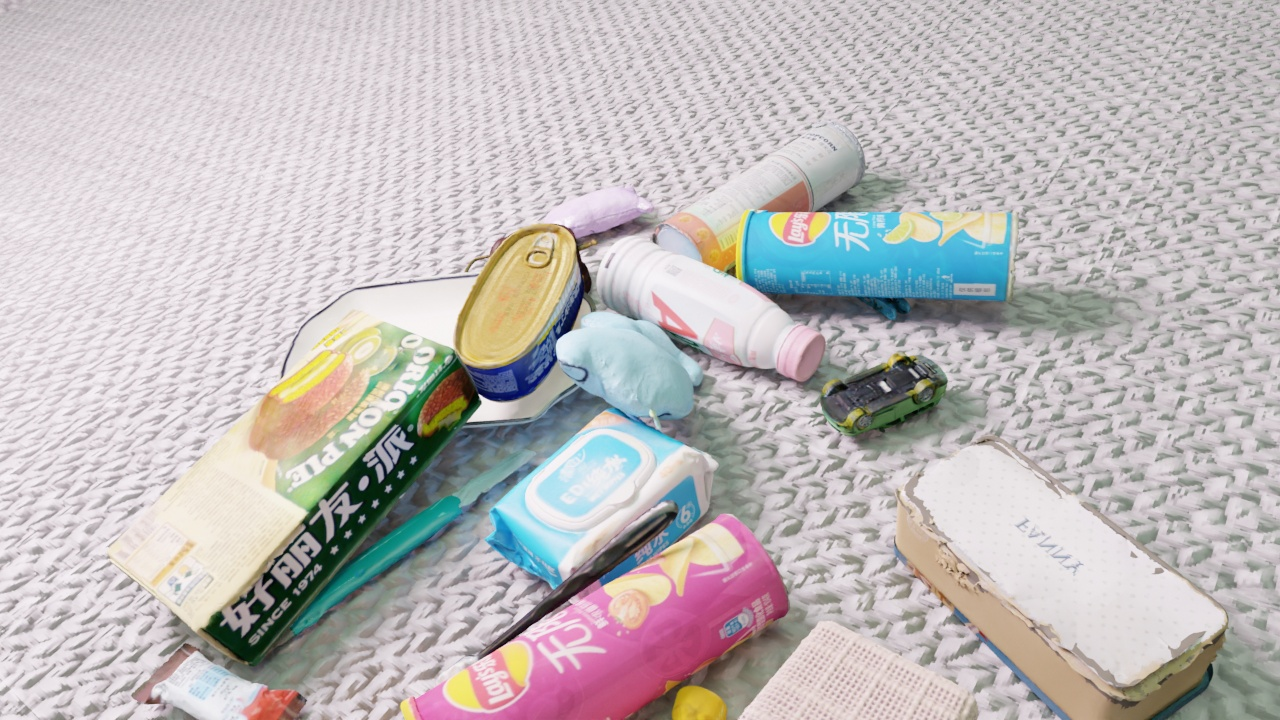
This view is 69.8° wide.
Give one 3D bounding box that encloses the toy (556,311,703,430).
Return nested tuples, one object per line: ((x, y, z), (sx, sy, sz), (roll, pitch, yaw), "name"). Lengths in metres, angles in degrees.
((-0.004, 0.004, 0.661), (0.161, 0.050, 0.156), (17, 19, -38), "toy")

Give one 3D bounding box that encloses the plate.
((-0.162, -0.002, 0.753), (0.266, 0.034, 0.161), (-5, 51, 8), "plate")

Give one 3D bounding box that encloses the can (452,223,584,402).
((-0.091, -0.039, 0.712), (0.075, 0.049, 0.147), (9, 54, 16), "can")

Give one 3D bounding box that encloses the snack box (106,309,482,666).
((-0.230, 0.076, 0.633), (0.114, 0.063, 0.239), (20, 58, 30), "snack box")

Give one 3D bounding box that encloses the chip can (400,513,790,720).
((-0.021, 0.165, 0.509), (0.210, 0.071, 0.071), (-27, 42, -18), "chip can")

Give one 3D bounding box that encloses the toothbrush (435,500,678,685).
((-0.049, 0.137, 0.529), (0.181, 0.018, 0.015), (-39, 73, 9), "toothbrush")

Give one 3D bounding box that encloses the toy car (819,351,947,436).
((0.172, 0.026, 0.653), (0.091, 0.036, 0.043), (-19, 42, -10), "toy car")

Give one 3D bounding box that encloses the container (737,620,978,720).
((0.085, 0.187, 0.398), (0.090, 0.090, 0.110), (21, 46, 33), "container")

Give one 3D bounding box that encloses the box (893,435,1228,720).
((0.228, 0.125, 0.509), (0.089, 0.061, 0.184), (-25, 44, -14), "box")

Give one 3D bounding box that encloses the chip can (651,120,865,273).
((0.110, -0.143, 0.839), (0.214, 0.071, 0.071), (-35, 45, -25), "chip can")

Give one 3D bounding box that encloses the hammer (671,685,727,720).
((0.139, 0.238, 0.416), (0.301, 0.033, 0.128), (5, 43, 19), "hammer")

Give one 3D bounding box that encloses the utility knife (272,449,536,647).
((-0.160, 0.124, 0.636), (0.215, 0.013, 0.029), (-35, 44, -22), "utility knife")

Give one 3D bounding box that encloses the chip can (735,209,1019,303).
((0.186, -0.085, 0.731), (0.210, 0.071, 0.071), (3, 42, 20), "chip can")

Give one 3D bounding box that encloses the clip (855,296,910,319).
((0.198, -0.052, 0.757), (0.042, 0.014, 0.056), (-27, 43, -16), "clip")

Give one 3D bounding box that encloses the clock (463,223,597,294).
((-0.102, -0.081, 0.830), (0.122, 0.055, 0.081), (-1, 41, 15), "clock")

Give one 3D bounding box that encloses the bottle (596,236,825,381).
((0.055, -0.040, 0.738), (0.197, 0.068, 0.068), (28, 53, 33), "bottle")

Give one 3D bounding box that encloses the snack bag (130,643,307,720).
((-0.255, 0.204, 0.554), (0.104, 0.026, 0.048), (9, 38, 24), "snack bag")

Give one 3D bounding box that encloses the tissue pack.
((-0.025, 0.093, 0.601), (0.090, 0.063, 0.139), (26, 52, 37), "tissue pack")

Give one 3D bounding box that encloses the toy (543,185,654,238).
((-0.047, -0.147, 0.908), (0.108, 0.039, 0.084), (-21, 26, -4), "toy")
